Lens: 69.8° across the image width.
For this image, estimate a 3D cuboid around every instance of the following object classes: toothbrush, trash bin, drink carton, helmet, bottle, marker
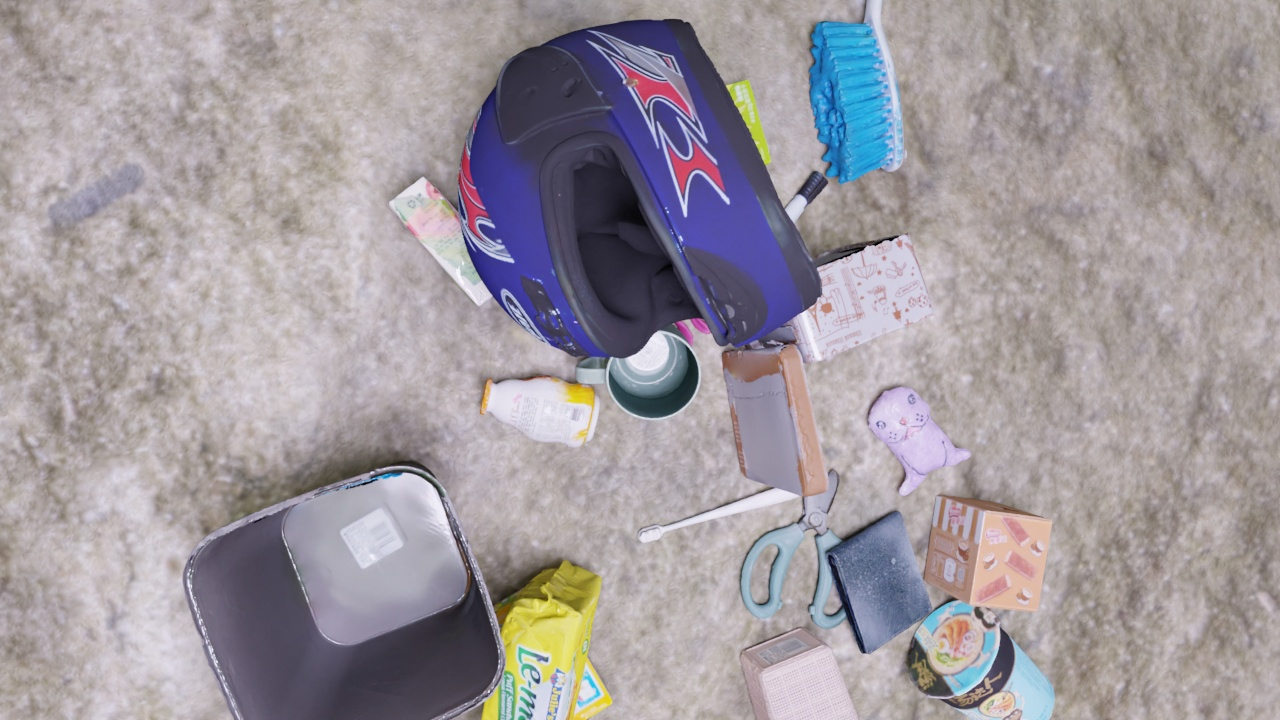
[{"bbox_3d":[0.084,0.152,0.919,0.180,0.016,0.016,-16,94,-6],"label":"toothbrush"},{"bbox_3d":[-0.230,0.184,0.766,0.199,0.220,0.198,-20,96,-9],"label":"trash bin"},{"bbox_3d":[-0.174,-0.109,0.850,0.045,0.053,0.122,-42,99,-7],"label":"drink carton"},{"bbox_3d":[-0.021,-0.117,0.735,0.240,0.315,0.247,-27,138,9],"label":"helmet"},{"bbox_3d":[-0.095,0.044,0.864,0.108,0.063,0.063,12,89,-11],"label":"bottle"},{"bbox_3d":[0.145,-0.136,0.924,0.130,0.023,0.018,-53,129,-6],"label":"marker"}]

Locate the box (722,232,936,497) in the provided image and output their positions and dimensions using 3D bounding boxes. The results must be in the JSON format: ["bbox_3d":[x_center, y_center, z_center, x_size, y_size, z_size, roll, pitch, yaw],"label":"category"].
[{"bbox_3d":[0.176,-0.002,0.855,0.157,0.180,0.217,-11,91,-12],"label":"box"}]

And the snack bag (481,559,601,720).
[{"bbox_3d":[-0.093,0.300,0.798,0.068,0.158,0.246,12,90,4],"label":"snack bag"}]

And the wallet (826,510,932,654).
[{"bbox_3d":[0.249,0.230,0.947,0.097,0.019,0.121,-24,100,-22],"label":"wallet"}]

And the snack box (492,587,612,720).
[{"bbox_3d":[-0.098,0.293,0.889,0.087,0.034,0.140,-30,98,-8],"label":"snack box"}]

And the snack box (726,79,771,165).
[{"bbox_3d":[0.043,-0.214,0.900,0.156,0.026,0.086,-16,94,-9],"label":"snack box"}]

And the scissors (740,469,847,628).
[{"bbox_3d":[0.186,0.197,0.946,0.161,0.019,0.179,28,85,-9],"label":"scissors"}]

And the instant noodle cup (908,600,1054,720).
[{"bbox_3d":[0.357,0.324,0.941,0.120,0.111,0.111,40,85,-17],"label":"instant noodle cup"}]

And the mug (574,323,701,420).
[{"bbox_3d":[-0.005,0.005,0.854,0.112,0.106,0.082,-5,102,-3],"label":"mug"}]

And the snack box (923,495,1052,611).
[{"bbox_3d":[0.353,0.195,0.937,0.077,0.093,0.094,9,90,-11],"label":"snack box"}]

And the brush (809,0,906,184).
[{"bbox_3d":[0.220,-0.337,0.919,0.109,0.060,0.314,-9,91,-16],"label":"brush"}]

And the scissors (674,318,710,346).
[{"bbox_3d":[0.015,-0.068,0.908,0.072,0.017,0.137,-43,94,2],"label":"scissors"}]

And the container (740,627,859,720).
[{"bbox_3d":[0.158,0.337,0.910,0.090,0.090,0.111,-19,92,-9],"label":"container"}]

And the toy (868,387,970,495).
[{"bbox_3d":[0.277,0.078,0.947,0.084,0.039,0.108,-35,99,4],"label":"toy"}]
